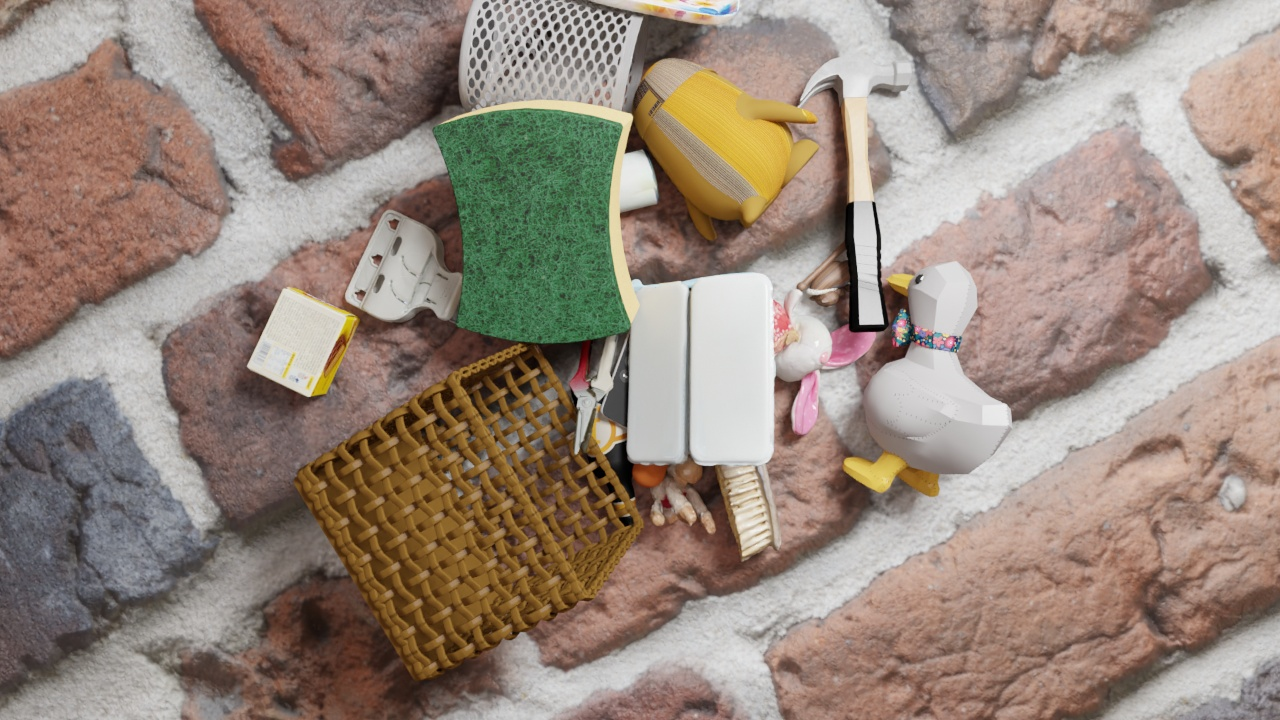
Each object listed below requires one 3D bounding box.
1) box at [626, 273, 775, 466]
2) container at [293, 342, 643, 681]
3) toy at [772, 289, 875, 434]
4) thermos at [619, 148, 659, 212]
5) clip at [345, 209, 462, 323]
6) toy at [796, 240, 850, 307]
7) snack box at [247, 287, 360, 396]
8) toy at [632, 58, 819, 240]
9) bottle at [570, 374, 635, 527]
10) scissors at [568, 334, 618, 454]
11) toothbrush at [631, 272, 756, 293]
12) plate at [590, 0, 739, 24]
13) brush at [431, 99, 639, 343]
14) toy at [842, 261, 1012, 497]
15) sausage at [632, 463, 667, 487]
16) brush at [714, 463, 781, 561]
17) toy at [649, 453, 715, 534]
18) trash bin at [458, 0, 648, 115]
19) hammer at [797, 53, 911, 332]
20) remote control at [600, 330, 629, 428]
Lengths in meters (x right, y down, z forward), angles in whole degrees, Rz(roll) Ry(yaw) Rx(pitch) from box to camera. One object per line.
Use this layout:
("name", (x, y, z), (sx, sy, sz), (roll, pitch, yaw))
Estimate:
("box", (0.059, 0.012, 1.005), (0.193, 0.061, 0.209), (-1, 82, 28))
("container", (-0.173, 0.152, 0.984), (0.214, 0.219, 0.251), (-30, 92, 18))
("toy", (0.176, -0.022, 1.070), (0.194, 0.084, 0.159), (40, 86, -25))
("thermos", (-0.096, -0.189, 1.077), (0.230, 0.068, 0.068), (-13, 91, 0))
("clip", (-0.267, -0.098, 1.085), (0.144, 0.074, 0.125), (26, 94, 9))
("toy", (0.234, -0.105, 1.093), (0.101, 0.041, 0.055), (-43, 106, -6))
("snack box", (-0.395, -0.022, 1.081), (0.083, 0.061, 0.106), (25, 91, -1))
("toy", (0.083, -0.257, 1.048), (0.203, 0.162, 0.199), (42, 130, 1))
("bottle", (-0.034, 0.110, 1.088), (0.059, 0.059, 0.181), (-14, 92, 0))
("scissors", (-0.061, 0.024, 1.047), (0.146, 0.015, 0.187), (27, 57, 30))
("toothbrush", (0.065, -0.094, 1.106), (0.155, 0.016, 0.022), (-5, 122, -1))
("plate", (0.018, -0.416, 1.030), (0.187, 0.186, 0.016), (11, 125, -1))
("brush", (-0.106, -0.147, 0.990), (0.195, 0.075, 0.250), (2, 114, 9))
("toy", (0.330, 0.028, 1.033), (0.140, 0.246, 0.268), (8, 110, -21))
("sausage", (0.024, 0.068, 1.076), (0.039, 0.045, 0.164), (18, 73, -18))
("brush", (0.109, 0.098, 1.077), (0.056, 0.083, 0.271), (-15, 92, -1))
("toy", (0.053, 0.151, 1.093), (0.074, 0.085, 0.105), (-12, 66, 34))
("trash bin", (-0.097, -0.329, 1.031), (0.183, 0.156, 0.156), (13, 91, 2))
("hammer", (0.254, -0.195, 1.063), (0.131, 0.039, 0.328), (-2, 80, 2))
("remote control", (-0.006, 0.006, 1.078), (0.045, 0.008, 0.146), (31, 67, -28))
